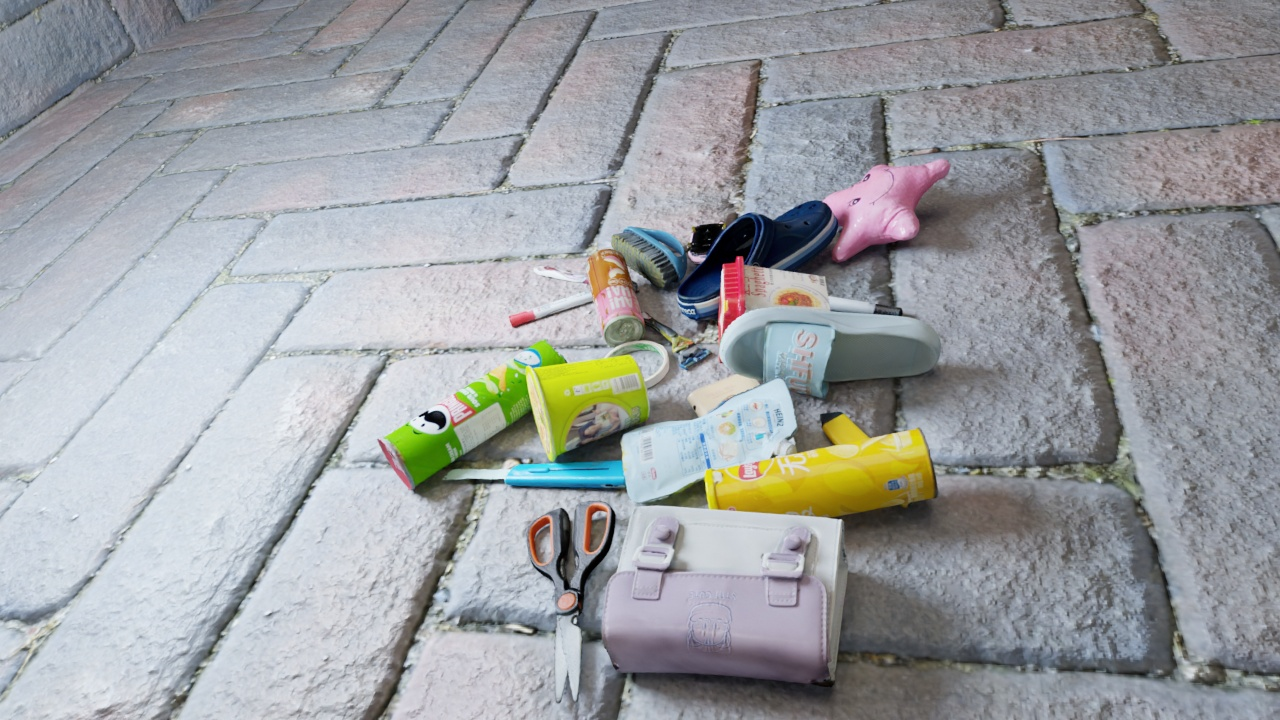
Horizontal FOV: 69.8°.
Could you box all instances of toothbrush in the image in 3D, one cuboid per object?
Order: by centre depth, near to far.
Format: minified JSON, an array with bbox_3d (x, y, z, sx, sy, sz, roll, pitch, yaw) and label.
[{"bbox_3d":[-0.081,-0.120,1.323,0.188,0.017,0.016,14,50,31],"label":"toothbrush"}]

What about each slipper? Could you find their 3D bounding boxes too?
[{"bbox_3d":[0.209,-0.001,1.017,0.245,0.104,0.074,1,52,3],"label":"slipper"},{"bbox_3d":[0.145,-0.148,1.215,0.252,0.095,0.105,-36,32,-17],"label":"slipper"}]

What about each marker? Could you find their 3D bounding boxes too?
[{"bbox_3d":[0.261,-0.067,1.147,0.131,0.018,0.022,11,54,28],"label":"marker"},{"bbox_3d":[-0.113,-0.077,1.281,0.145,0.017,0.017,-18,38,-5],"label":"marker"}]

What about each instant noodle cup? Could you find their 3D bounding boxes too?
[{"bbox_3d":[-0.058,0.046,1.050,0.123,0.112,0.111,-14,37,-13],"label":"instant noodle cup"},{"bbox_3d":[0.158,-0.054,1.098,0.124,0.117,0.116,2,39,2],"label":"instant noodle cup"}]

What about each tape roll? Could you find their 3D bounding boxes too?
[{"bbox_3d":[-0.007,0.007,1.146,0.086,0.014,0.085,-9,38,7],"label":"tape roll"}]

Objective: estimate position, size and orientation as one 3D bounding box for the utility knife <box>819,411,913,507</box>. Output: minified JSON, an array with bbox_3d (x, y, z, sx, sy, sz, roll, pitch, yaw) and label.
[{"bbox_3d":[0.235,0.101,0.951,0.033,0.015,0.156,-29,41,-8],"label":"utility knife"}]

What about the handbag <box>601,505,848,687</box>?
[{"bbox_3d":[0.077,0.207,0.814,0.197,0.098,0.144,0,46,18],"label":"handbag"}]

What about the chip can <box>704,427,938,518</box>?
[{"bbox_3d":[0.173,0.121,0.890,0.213,0.072,0.072,-12,38,9],"label":"chip can"}]

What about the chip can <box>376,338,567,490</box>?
[{"bbox_3d":[-0.192,0.061,1.094,0.235,0.072,0.072,-33,42,-23],"label":"chip can"}]

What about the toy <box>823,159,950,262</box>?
[{"bbox_3d":[0.315,-0.206,1.255,0.179,0.074,0.194,4,51,45],"label":"toy"}]

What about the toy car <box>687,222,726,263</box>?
[{"bbox_3d":[0.097,-0.165,1.308,0.056,0.037,0.122,-3,27,10],"label":"toy car"}]

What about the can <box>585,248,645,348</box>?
[{"bbox_3d":[-0.035,-0.084,1.218,0.058,0.058,0.147,-15,46,-1],"label":"can"}]

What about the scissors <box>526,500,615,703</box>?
[{"bbox_3d":[-0.081,0.232,0.894,0.153,0.022,0.233,0,44,28],"label":"scissors"}]

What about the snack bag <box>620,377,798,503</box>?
[{"bbox_3d":[0.074,0.087,0.979,0.191,0.039,0.110,-17,37,11],"label":"snack bag"}]

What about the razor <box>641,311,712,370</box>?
[{"bbox_3d":[0.033,-0.035,1.179,0.042,0.022,0.143,-29,40,-20],"label":"razor"}]

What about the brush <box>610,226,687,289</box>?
[{"bbox_3d":[0.020,-0.153,1.300,0.073,0.055,0.144,-31,41,-19],"label":"brush"}]

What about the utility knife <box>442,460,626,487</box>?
[{"bbox_3d":[-0.120,0.129,1.032,0.225,0.018,0.034,-3,40,17],"label":"utility knife"}]

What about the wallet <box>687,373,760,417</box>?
[{"bbox_3d":[0.114,0.060,1.036,0.087,0.024,0.115,-26,39,-6],"label":"wallet"}]
